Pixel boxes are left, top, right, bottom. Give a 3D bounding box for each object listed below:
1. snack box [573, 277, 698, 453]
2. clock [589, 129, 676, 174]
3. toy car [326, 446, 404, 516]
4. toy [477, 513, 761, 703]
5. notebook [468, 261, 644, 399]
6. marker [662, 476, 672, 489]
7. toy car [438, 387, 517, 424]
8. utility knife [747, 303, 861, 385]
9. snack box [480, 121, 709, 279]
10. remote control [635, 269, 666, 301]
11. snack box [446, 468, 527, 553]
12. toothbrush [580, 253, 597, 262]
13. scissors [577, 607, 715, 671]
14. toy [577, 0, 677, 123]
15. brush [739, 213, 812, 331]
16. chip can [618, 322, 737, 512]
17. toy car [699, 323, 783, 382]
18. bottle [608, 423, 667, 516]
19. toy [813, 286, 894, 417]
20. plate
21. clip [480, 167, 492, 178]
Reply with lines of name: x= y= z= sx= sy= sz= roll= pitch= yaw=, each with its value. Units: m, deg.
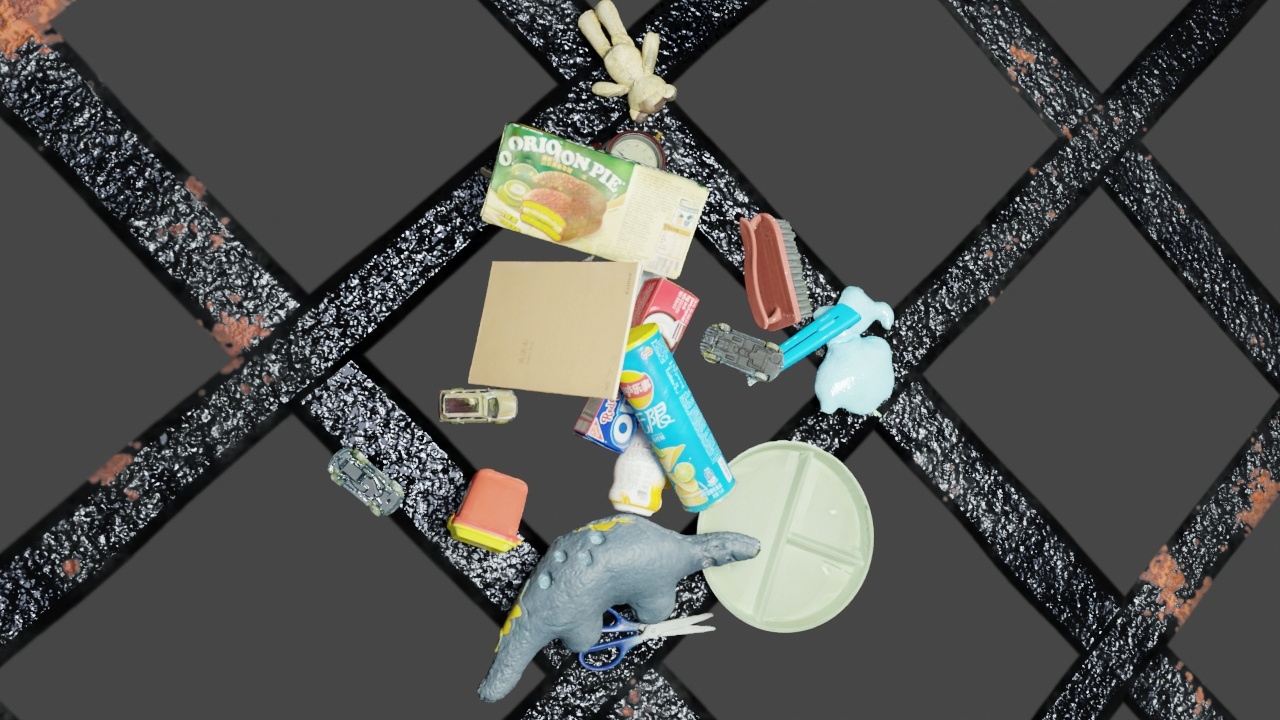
snack box: x=-0.006 y=0.006 z=1.078 sx=0.057 sy=0.058 sz=0.207 roll=28 pitch=84 yaw=-19
clock: x=-0.022 y=-0.232 z=1.113 sx=0.121 sy=0.055 sz=0.082 roll=-18 pitch=88 yaw=-13
toy car: x=-0.304 y=0.135 z=1.018 sx=0.090 sy=0.034 sz=0.042 roll=41 pitch=74 yaw=-8
toy: x=-0.036 y=0.249 z=1.034 sx=0.356 sy=0.091 sz=0.138 roll=-23 pitch=83 yaw=-13
notebook: x=-0.099 y=-0.038 z=1.021 sx=0.012 sy=0.212 sz=0.149 roll=23 pitch=75 yaw=-54
marker: x=0.025 y=0.094 z=1.109 sx=0.018 sy=0.015 sz=0.123 roll=-4 pitch=82 yaw=-15
toy car: x=-0.186 y=0.052 z=1.055 sx=0.090 sy=0.035 sz=0.042 roll=1 pitch=85 yaw=-16
utility knife: x=0.199 y=-0.018 z=1.141 sx=0.161 sy=0.018 sz=0.034 roll=-35 pitch=66 yaw=3
snack box: x=-0.053 y=-0.183 z=1.053 sx=0.240 sy=0.063 sz=0.114 roll=15 pitch=105 yaw=-10
remote control: x=-0.026 y=-0.069 z=1.111 sx=0.135 sy=0.020 sz=0.056 roll=-32 pitch=93 yaw=-16
snack box: x=-0.165 y=0.167 z=1.019 sx=0.082 sy=0.091 sz=0.080 roll=22 pitch=72 yaw=-10
toothbrush: x=-0.074 y=-0.116 z=1.110 sx=0.017 sy=0.016 sz=0.187 roll=41 pitch=77 yaw=4
scissors: x=0.004 y=0.309 z=1.080 sx=0.173 sy=0.012 sz=0.126 roll=-33 pitch=92 yaw=-16
toy: x=-0.020 y=-0.371 z=1.132 sx=0.105 sy=0.066 sz=0.157 roll=-33 pitch=87 yaw=18
brush: x=0.161 y=-0.112 z=1.138 sx=0.069 sy=0.063 sz=0.145 roll=-8 pitch=84 yaw=-27
chip can: x=0.033 y=0.065 z=1.027 sx=0.071 sy=0.071 sz=0.210 roll=-31 pitch=104 yaw=-15
toy car: x=0.125 y=-0.008 z=1.131 sx=0.105 sy=0.031 sz=0.049 roll=22 pitch=81 yaw=6
bottle: x=0.001 y=0.125 z=1.074 sx=0.063 sy=0.063 sz=0.108 roll=14 pitch=80 yaw=-11
toy: x=0.272 y=-0.004 z=1.158 sx=0.161 sy=0.050 sz=0.156 roll=-34 pitch=81 yaw=-15
plate: x=0.176 y=0.213 z=1.122 sx=0.230 sy=0.027 sz=0.230 roll=2 pitch=83 yaw=-13
clip: x=-0.138 y=-0.217 z=1.097 sx=0.100 sy=0.035 sz=0.070 roll=37 pitch=78 yaw=-3
